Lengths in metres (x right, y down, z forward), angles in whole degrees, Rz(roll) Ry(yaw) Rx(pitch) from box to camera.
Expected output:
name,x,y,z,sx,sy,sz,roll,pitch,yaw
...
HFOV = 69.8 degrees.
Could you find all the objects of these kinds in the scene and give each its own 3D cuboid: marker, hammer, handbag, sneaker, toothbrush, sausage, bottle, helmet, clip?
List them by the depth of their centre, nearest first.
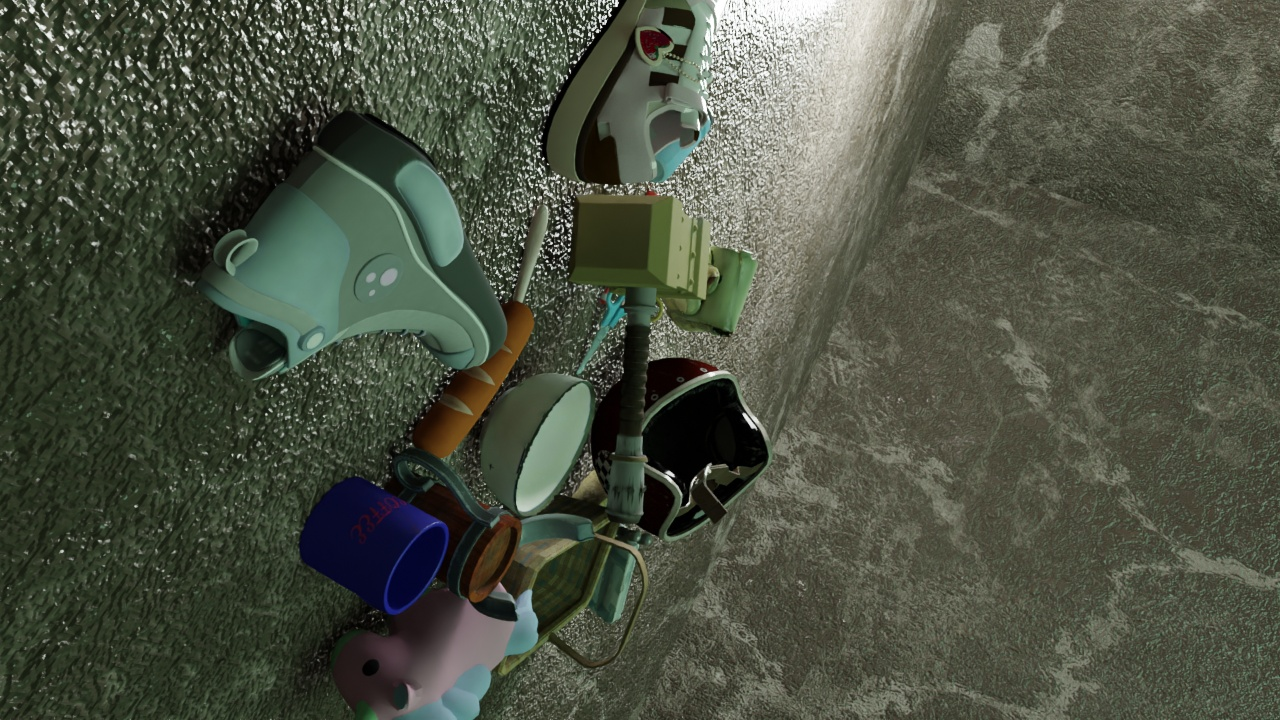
name,x,y,z,sx,sy,sz,roll,pitch,yaw
sneaker,-0.181,-0.029,0.601,0.160,0.093,0.257,-50,160,-20
sausage,-0.147,0.017,0.822,0.164,0.039,0.044,-59,162,-20
sneaker,0.034,-0.273,0.835,0.293,0.116,0.112,-57,161,-25
clip,-0.130,0.198,0.858,0.164,0.169,0.031,-87,168,-69
toothbrush,-0.112,-0.060,0.862,0.018,0.016,0.181,-43,154,-66
hammer,-0.006,0.006,0.950,0.190,0.101,0.325,4,90,-72
bottle,0.043,-0.249,1.029,0.129,0.040,0.040,-53,159,-35
marker,-0.015,-0.131,1.065,0.142,0.013,0.012,-65,163,0
helmet,0.052,0.120,1.193,0.232,0.253,0.235,-21,152,-40
handbag,0.070,-0.093,1.204,0.187,0.116,0.113,10,-96,69

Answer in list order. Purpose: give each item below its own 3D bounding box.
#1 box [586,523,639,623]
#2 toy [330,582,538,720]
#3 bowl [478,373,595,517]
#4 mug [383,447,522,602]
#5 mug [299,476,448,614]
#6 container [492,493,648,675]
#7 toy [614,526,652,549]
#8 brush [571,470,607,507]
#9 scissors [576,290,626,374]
name,x,y,z,sx,sy,sz,roll,pitch,yaw
box,-0.073,0.323,1.351,0.129,0.105,0.211,-46,154,-40
toy,-0.179,0.274,0.852,0.221,0.171,0.120,-4,123,-33
bowl,-0.114,0.078,0.947,0.153,0.073,0.154,-54,160,-31
mug,-0.169,0.136,0.793,0.081,0.111,0.118,-45,154,-49
mug,-0.213,0.159,0.740,0.079,0.083,0.111,-45,154,-49
container,-0.088,0.261,1.075,0.249,0.186,0.158,-15,127,-69
toy,-0.023,0.235,1.214,0.112,0.049,0.030,-20,-127,59
brush,-0.048,0.182,1.310,0.194,0.059,0.043,-39,143,-51
scissors,-0.040,-0.038,1.078,0.055,0.015,0.136,9,114,-54
